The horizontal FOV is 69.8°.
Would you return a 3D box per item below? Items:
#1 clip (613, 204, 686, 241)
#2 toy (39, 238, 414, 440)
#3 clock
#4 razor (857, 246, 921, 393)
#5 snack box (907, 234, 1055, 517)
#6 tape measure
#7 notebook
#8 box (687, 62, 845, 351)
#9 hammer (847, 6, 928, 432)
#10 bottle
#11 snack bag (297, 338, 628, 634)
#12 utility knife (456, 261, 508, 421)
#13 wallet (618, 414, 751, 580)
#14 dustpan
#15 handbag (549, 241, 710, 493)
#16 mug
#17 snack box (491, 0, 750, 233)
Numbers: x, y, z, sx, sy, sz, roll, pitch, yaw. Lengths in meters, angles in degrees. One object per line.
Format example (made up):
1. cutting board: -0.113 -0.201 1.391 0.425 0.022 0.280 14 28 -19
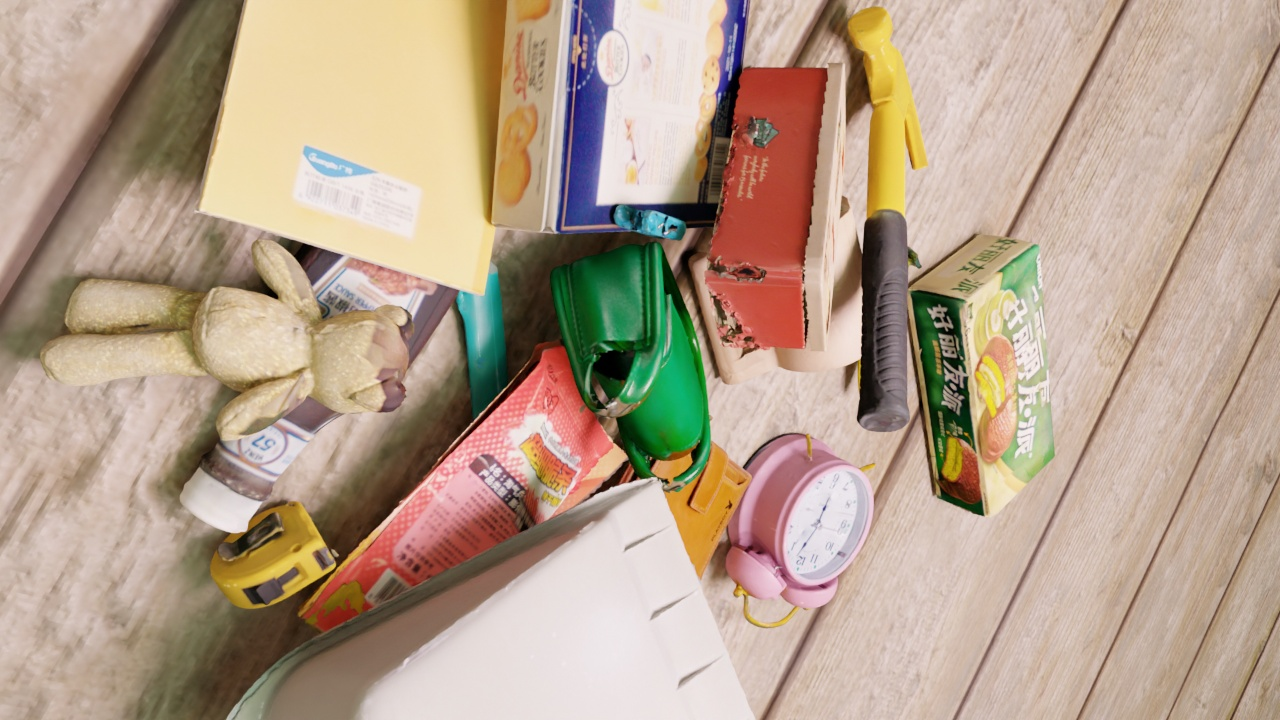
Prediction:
1. clip: 0.008 -0.075 0.508 0.057 0.047 0.014 -1 102 -63
2. toy: -0.185 -0.005 0.419 0.157 0.105 0.066 5 141 -9
3. clock: 0.125 0.140 0.736 0.117 0.060 0.158 23 91 -39
4. razor: 0.201 -0.029 0.762 0.043 0.028 0.132 17 91 -71
5. snack box: 0.316 0.017 0.843 0.114 0.063 0.240 -33 121 -27
6. tape measure: -0.193 0.099 0.477 0.057 0.060 0.029 -32 123 -20
7. notebook: -0.121 -0.149 0.450 0.145 0.010 0.206 15 78 -40
8. box: 0.079 -0.093 0.558 0.091 0.080 0.168 69 29 -57
9. hammer: 0.168 -0.093 0.628 0.129 0.033 0.300 45 46 -49
10. bottle: -0.165 -0.002 0.476 0.080 0.044 0.194 38 81 -30
11. snack bag: -0.097 0.093 0.542 0.207 0.073 0.129 -47 141 -19
12. utility knife: -0.094 0.006 0.555 0.029 0.013 0.151 -15 115 -31
13. wallet: 0.028 0.100 0.657 0.119 0.035 0.130 -58 143 -6
14. dustpan: -0.081 0.215 0.478 0.257 0.143 0.222 -20 88 -45
15. handbag: -0.003 0.003 0.540 0.068 0.120 0.131 -12 144 9
16. mug: 0.103 -0.049 0.656 0.124 0.084 0.103 -21 118 -2
17. snack box: -0.002 -0.164 0.517 0.182 0.046 0.178 -13 114 -54
